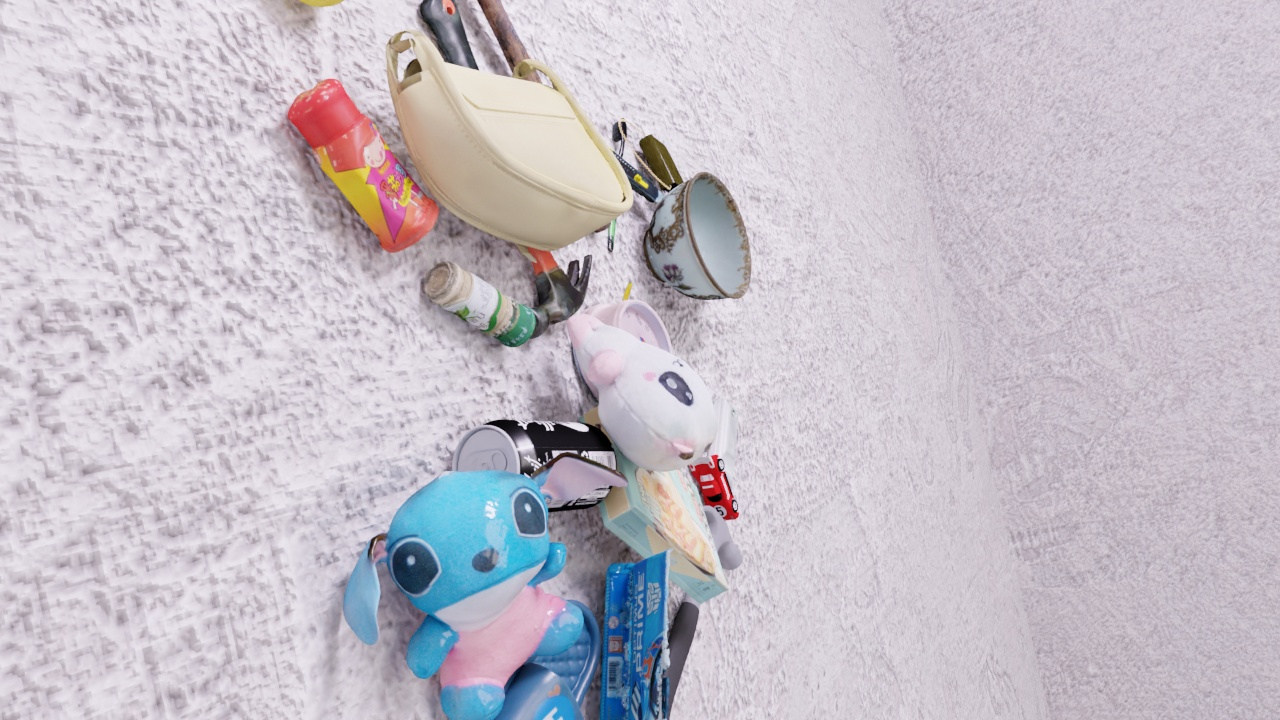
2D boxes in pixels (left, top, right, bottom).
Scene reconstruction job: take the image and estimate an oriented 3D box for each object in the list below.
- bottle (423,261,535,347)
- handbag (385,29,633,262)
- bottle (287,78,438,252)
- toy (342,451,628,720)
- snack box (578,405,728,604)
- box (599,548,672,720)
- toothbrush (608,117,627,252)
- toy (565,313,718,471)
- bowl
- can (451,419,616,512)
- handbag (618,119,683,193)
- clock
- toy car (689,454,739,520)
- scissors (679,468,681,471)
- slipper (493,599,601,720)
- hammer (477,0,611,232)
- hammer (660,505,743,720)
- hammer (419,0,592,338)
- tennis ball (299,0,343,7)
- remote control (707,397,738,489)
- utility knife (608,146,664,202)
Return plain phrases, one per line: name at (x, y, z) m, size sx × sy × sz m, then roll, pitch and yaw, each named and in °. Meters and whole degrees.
bottle at (-0.141, -0.050, 0.810) m, size 0.110 × 0.043 × 0.042 m, roll 34°, pitch 50°, yaw -49°
handbag at (-0.117, -0.190, 0.822) m, size 0.232 × 0.089 × 0.191 m, roll -15°, pitch 78°, yaw -61°
bottle at (-0.216, -0.152, 0.715) m, size 0.134 × 0.048 × 0.071 m, roll 56°, pitch 19°, yaw -29°
toy at (-0.107, 0.165, 0.697) m, size 0.223 × 0.099 × 0.191 m, roll -28°, pitch 119°, yaw -28°
snack box at (0.014, 0.148, 0.945) m, size 0.193 × 0.044 × 0.141 m, roll 47°, pitch 18°, yaw -41°
box at (-0.010, 0.303, 0.825) m, size 0.176 × 0.060 × 0.243 m, roll 102°, pitch -9°, yaw -65°
toothbrush at (-0.031, -0.211, 1.097) m, size 0.014 × 0.017 × 0.187 m, roll 30°, pitch 56°, yaw -46°
toy at (-0.004, 0.025, 0.868) m, size 0.179 × 0.102 × 0.138 m, roll 50°, pitch 19°, yaw 3°
bowl at (0.061, -0.143, 1.137) m, size 0.159 × 0.094 × 0.159 m, roll 30°, pitch 53°, yaw -51°
can at (-0.088, 0.093, 0.801) m, size 0.145 × 0.080 × 0.080 m, roll 9°, pitch 70°, yaw -58°
handbag at (0.007, -0.250, 1.118) m, size 0.084 × 0.027 × 0.178 m, roll 65°, pitch 16°, yaw 10°
clock at (-0.006, 0.006, 0.988) m, size 0.158 × 0.059 × 0.116 m, roll 60°, pitch 33°, yaw -17°
toy car at (0.089, 0.156, 1.118) m, size 0.025 × 0.038 × 0.089 m, roll -32°, pitch 105°, yaw -56°
scissors at (0.030, 0.088, 1.073) m, size 0.127 × 0.012 × 0.122 m, roll 65°, pitch 30°, yaw -21°
slipper at (-0.075, 0.289, 0.766) m, size 0.104 × 0.059 × 0.213 m, roll 66°, pitch 29°, yaw -20°
hammer at (-0.111, -0.274, 0.949) m, size 0.119 × 0.033 × 0.330 m, roll -81°, pitch 148°, yaw -57°
hammer at (0.047, 0.287, 1.004) m, size 0.125 × 0.030 × 0.309 m, roll 59°, pitch 34°, yaw -28°
hammer at (-0.134, -0.195, 0.895) m, size 0.132 × 0.033 × 0.333 m, roll -40°, pitch 112°, yaw -55°
tennis ball at (-0.250, -0.308, 0.708) m, size 0.065 × 0.065 × 0.065 m, roll 31°, pitch 53°, yaw -51°
remote control at (0.109, 0.113, 1.184) m, size 0.050 × 0.022 × 0.133 m, roll 46°, pitch 41°, yaw -42°
utility knife at (-0.025, -0.228, 1.081) m, size 0.174 × 0.020 × 0.028 m, roll 27°, pitch 59°, yaw -46°
